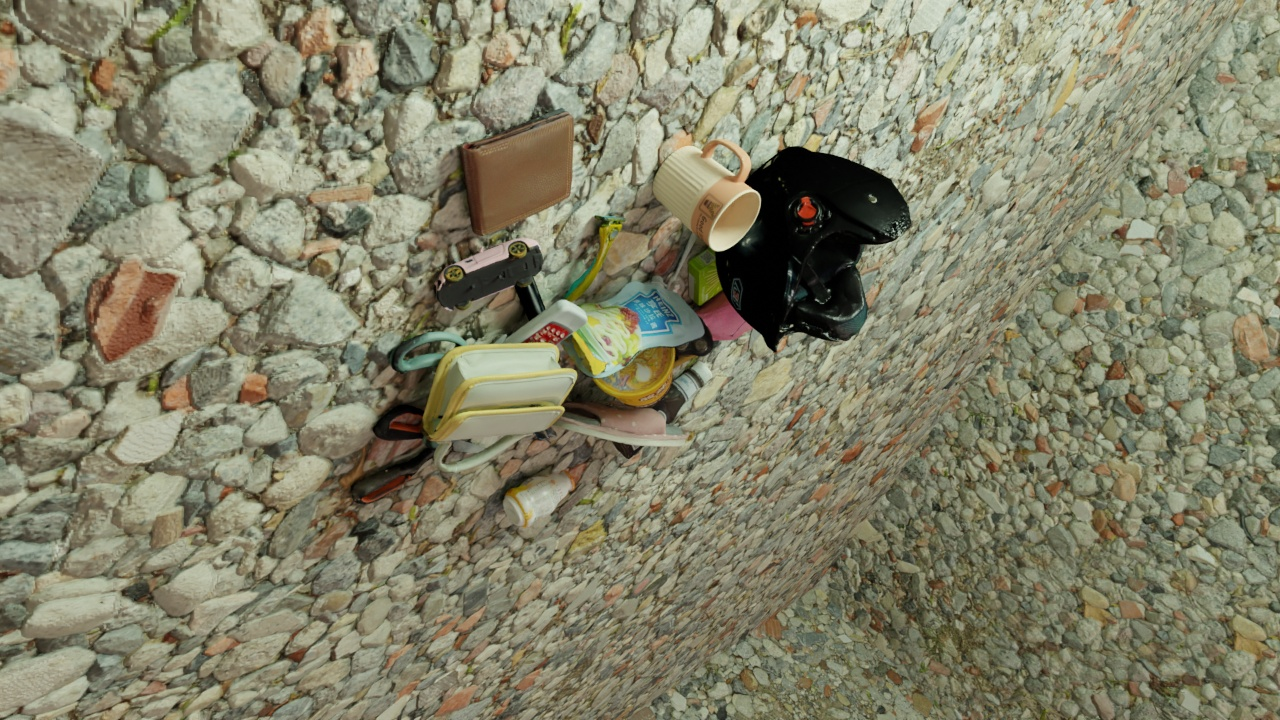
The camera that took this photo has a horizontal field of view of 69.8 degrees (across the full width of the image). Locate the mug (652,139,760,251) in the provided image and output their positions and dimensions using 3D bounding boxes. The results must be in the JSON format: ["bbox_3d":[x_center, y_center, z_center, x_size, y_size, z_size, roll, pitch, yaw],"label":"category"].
[{"bbox_3d":[0.083,-0.206,1.082,0.081,0.106,0.115,-16,142,-45],"label":"mug"}]

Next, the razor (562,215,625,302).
[{"bbox_3d":[-0.060,-0.116,1.098,0.043,0.028,0.133,-12,141,-53],"label":"razor"}]

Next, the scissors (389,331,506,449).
[{"bbox_3d":[-0.225,0.029,1.044,0.169,0.019,0.171,20,113,-49],"label":"scissors"}]

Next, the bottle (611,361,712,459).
[{"bbox_3d":[0.035,0.075,1.486,0.194,0.044,0.080,-40,147,-13],"label":"bottle"}]

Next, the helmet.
[{"bbox_3d":[0.206,-0.145,1.186,0.274,0.230,0.234,-45,158,-26],"label":"helmet"}]

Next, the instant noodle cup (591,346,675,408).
[{"bbox_3d":[-0.007,0.007,1.257,0.118,0.118,0.114,-42,161,-7],"label":"instant noodle cup"}]

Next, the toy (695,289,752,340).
[{"bbox_3d":[0.160,-0.082,1.390,0.195,0.074,0.178,-31,165,8],"label":"toy"}]

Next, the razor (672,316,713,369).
[{"bbox_3d":[0.057,-0.017,1.330,0.067,0.062,0.168,-25,174,-19],"label":"razor"}]

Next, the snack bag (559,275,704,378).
[{"bbox_3d":[-0.012,-0.046,1.171,0.190,0.110,0.039,-25,151,-34],"label":"snack bag"}]

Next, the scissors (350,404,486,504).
[{"bbox_3d":[-0.259,0.106,1.130,0.220,0.021,0.228,-38,152,-14],"label":"scissors"}]

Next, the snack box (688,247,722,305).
[{"bbox_3d":[0.135,-0.152,1.326,0.156,0.026,0.086,-36,153,-18],"label":"snack box"}]

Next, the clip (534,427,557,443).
[{"bbox_3d":[-0.135,0.103,1.305,0.036,0.025,0.058,-38,159,1],"label":"clip"}]

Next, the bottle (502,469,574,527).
[{"bbox_3d":[-0.151,0.204,1.381,0.108,0.063,0.063,-27,149,-32],"label":"bottle"}]

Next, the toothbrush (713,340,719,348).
[{"bbox_3d":[0.053,0.009,1.447,0.191,0.018,0.016,-31,149,-26],"label":"toothbrush"}]

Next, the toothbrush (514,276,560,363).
[{"bbox_3d":[-0.122,-0.047,1.105,0.213,0.026,0.027,78,35,-60],"label":"toothbrush"}]

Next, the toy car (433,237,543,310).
[{"bbox_3d":[-0.161,-0.094,0.972,0.122,0.037,0.056,-23,146,-14],"label":"toy car"}]

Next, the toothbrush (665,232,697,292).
[{"bbox_3d":[0.072,-0.160,1.234,0.016,0.016,0.181,-19,143,-46],"label":"toothbrush"}]

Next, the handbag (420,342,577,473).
[{"bbox_3d":[-0.170,0.067,1.072,0.163,0.063,0.179,-3,131,-41],"label":"handbag"}]

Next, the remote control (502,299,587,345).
[{"bbox_3d":[-0.127,-0.024,1.092,0.136,0.020,0.056,-34,150,17],"label":"remote control"}]

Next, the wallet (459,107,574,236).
[{"bbox_3d":[-0.120,-0.187,0.905,0.124,0.032,0.101,-30,147,-29],"label":"wallet"}]

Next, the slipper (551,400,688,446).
[{"bbox_3d":[-0.024,0.089,1.338,0.274,0.114,0.054,12,89,-50],"label":"slipper"}]
